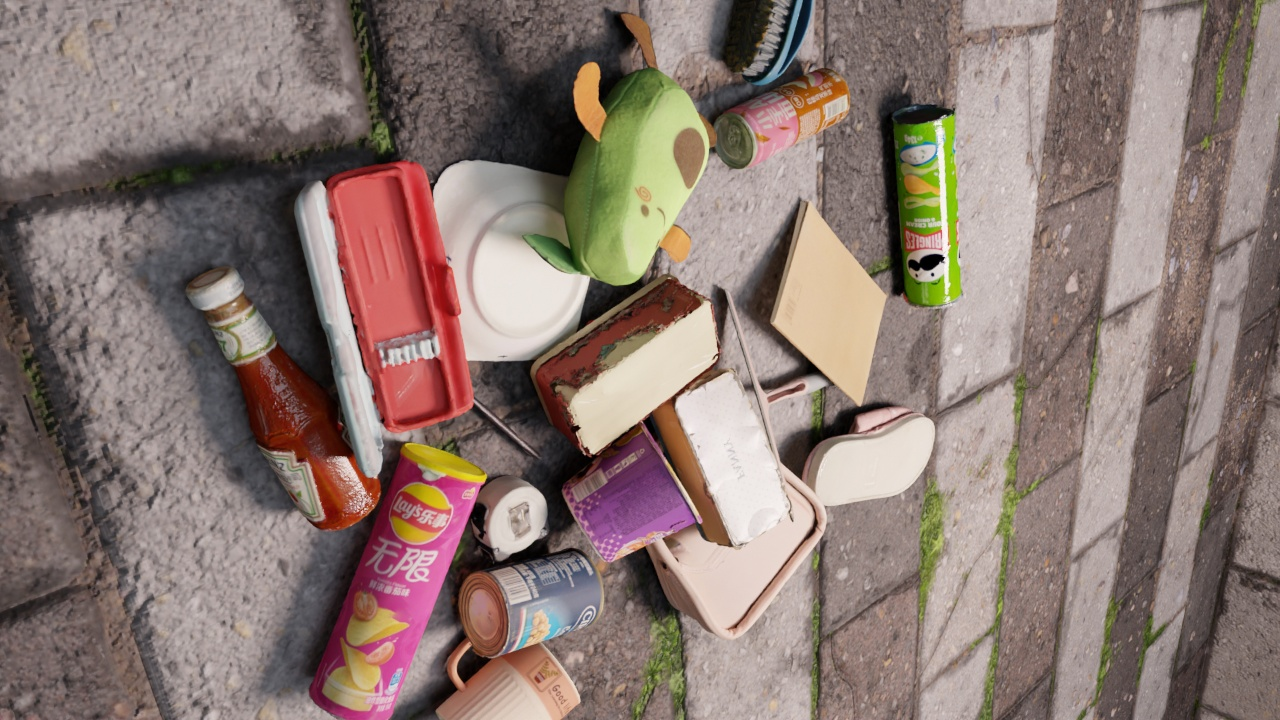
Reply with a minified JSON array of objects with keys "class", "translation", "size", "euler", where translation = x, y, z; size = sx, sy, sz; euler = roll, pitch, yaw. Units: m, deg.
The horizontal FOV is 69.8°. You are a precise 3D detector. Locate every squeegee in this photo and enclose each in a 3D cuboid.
[{"class":"squeegee","translation":[0.183,0.029,1.032],"size":[0.248,0.040,0.247],"euler":[-15,88,-50]}]

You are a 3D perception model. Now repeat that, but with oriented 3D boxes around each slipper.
[{"class":"slipper","translation":[0.283,0.120,1.151],"size":[0.273,0.054,0.114],"euler":[-9,110,-43]}]

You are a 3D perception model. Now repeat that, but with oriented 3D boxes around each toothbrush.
[{"class":"toothbrush","translation":[-0.139,0.040,0.773],"size":[0.018,0.016,0.181],"euler":[-51,131,-8]}]

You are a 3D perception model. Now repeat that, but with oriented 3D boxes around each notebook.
[{"class":"notebook","translation":[0.216,-0.059,1.030],"size":[0.211,0.012,0.149],"euler":[37,63,-43]}]

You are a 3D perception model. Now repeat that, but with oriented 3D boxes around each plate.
[{"class":"plate","translation":[-0.099,-0.076,0.756],"size":[0.163,0.034,0.164],"euler":[-1,104,-42]}]

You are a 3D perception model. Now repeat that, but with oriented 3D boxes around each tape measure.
[{"class":"tape measure","translation":[-0.117,0.138,0.815],"size":[0.065,0.034,0.066],"euler":[-28,122,-34]}]

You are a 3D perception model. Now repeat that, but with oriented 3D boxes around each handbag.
[{"class":"handbag","translation":[0.077,0.160,0.974],"size":[0.193,0.093,0.234],"euler":[-49,123,-18]}]

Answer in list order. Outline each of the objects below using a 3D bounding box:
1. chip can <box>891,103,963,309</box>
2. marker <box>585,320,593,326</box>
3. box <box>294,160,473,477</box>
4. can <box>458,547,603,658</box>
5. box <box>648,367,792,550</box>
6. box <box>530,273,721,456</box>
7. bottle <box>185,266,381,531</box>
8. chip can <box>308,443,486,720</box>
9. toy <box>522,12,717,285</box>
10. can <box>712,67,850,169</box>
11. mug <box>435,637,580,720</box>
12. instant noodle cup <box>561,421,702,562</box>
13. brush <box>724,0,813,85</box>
[{"class":"chip can","translation":[0.341,-0.180,1.088],"size":[0.072,0.072,0.236],"euler":[-31,123,-31]},{"class":"marker","translation":[0.009,-0.033,0.879],"size":[0.145,0.017,0.017],"euler":[-5,108,-41]},{"class":"box","translation":[-0.178,-0.031,0.647],"size":[0.118,0.098,0.201],"euler":[-18,113,-25]},{"class":"can","translation":[-0.099,0.215,0.823],"size":[0.111,0.075,0.075],"euler":[-3,107,-45]},{"class":"box","translation":[0.076,0.089,0.907],"size":[0.089,0.061,0.184],"euler":[-25,97,-26]},{"class":"box","translation":[-0.005,0.005,0.820],"size":[0.168,0.076,0.091],"euler":[-36,137,-21]},{"class":"bottle","translation":[-0.249,0.030,0.642],"size":[0.059,0.060,0.206],"euler":[-37,126,-27]},{"class":"chip can","translation":[-0.193,0.176,0.733],"size":[0.071,0.071,0.210],"euler":[21,90,-44]},{"class":"toy","translation":[-0.001,-0.161,0.761],"size":[0.227,0.090,0.246],"euler":[51,50,-46]},{"class":"can","translation":[0.139,-0.237,0.896],"size":[0.147,0.058,0.058],"euler":[-31,123,-30]},{"class":"mug","translation":[-0.129,0.302,0.836],"size":[0.105,0.082,0.114],"euler":[-36,99,-26]},{"class":"instant noodle cup","translation":[-0.012,0.128,0.850],"size":[0.099,0.111,0.111],"euler":[-33,127,-2]},{"class":"brush","translation":[0.129,-0.327,0.856],"size":[0.073,0.055,0.144],"euler":[10,97,-42]}]
